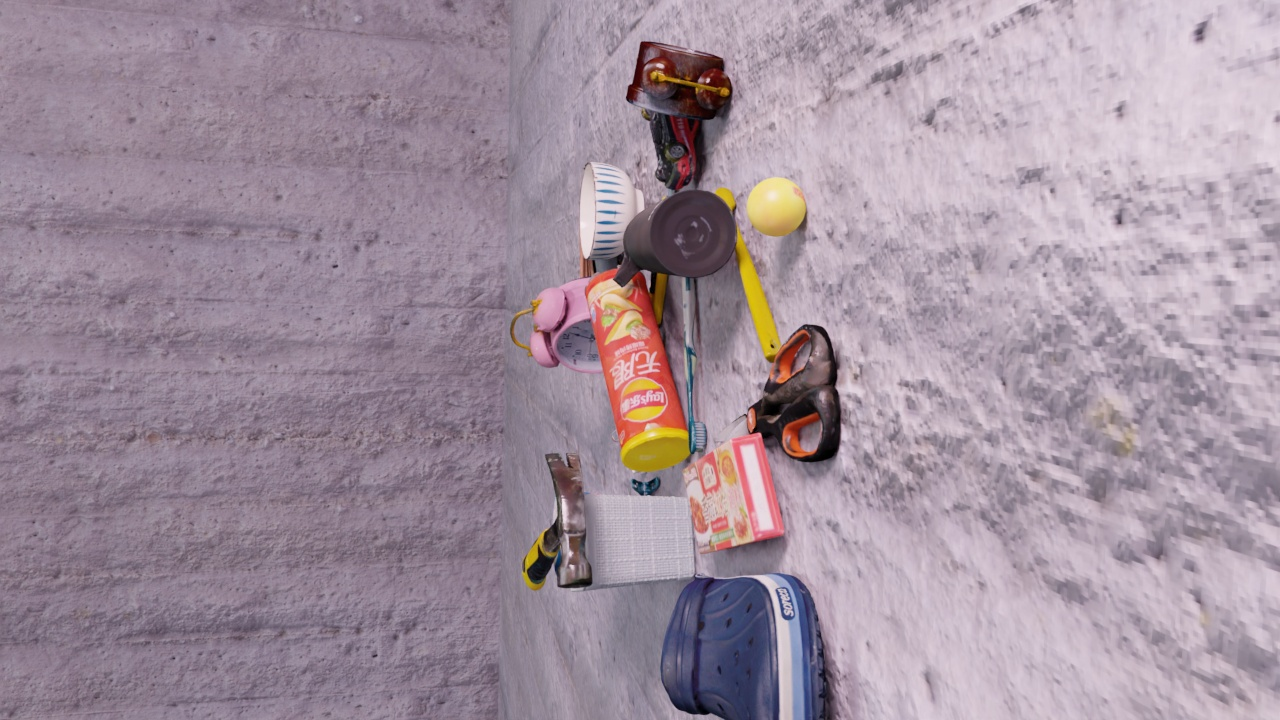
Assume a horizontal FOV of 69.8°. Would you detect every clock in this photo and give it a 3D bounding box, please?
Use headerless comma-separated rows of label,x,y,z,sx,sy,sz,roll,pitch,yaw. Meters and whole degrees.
clock,-0.072,-0.038,1.065,0.117,0.158,0.059,105,164,-49
clock,0.034,-0.243,0.800,0.122,0.082,0.055,-113,34,-65

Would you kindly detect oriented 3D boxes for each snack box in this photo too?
snack box,0.069,0.109,0.722,0.153,0.025,0.075,126,133,-71

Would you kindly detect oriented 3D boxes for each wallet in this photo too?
wallet,-0.042,-0.123,1.200,0.107,0.037,0.129,95,168,-63
wallet,-0.073,-0.114,1.229,0.101,0.020,0.115,95,171,-62

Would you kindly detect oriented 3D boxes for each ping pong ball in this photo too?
ping pong ball,0.093,-0.105,0.630,0.040,0.040,0.040,180,91,-77

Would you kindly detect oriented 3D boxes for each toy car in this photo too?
toy car,0.032,-0.224,0.882,0.053,0.045,0.120,125,137,-71

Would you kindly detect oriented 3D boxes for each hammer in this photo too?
hammer,-0.091,0.183,0.924,0.324,0.032,0.126,120,147,-66

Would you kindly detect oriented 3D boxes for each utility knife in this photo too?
utility knife,0.021,-0.111,0.983,0.033,0.015,0.177,-121,34,-60

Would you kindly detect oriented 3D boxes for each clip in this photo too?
clip,0.005,0.142,1.028,0.055,0.034,0.013,80,-174,-71

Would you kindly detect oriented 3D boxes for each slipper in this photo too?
slipper,0.058,0.205,0.662,0.253,0.095,0.105,149,118,-78

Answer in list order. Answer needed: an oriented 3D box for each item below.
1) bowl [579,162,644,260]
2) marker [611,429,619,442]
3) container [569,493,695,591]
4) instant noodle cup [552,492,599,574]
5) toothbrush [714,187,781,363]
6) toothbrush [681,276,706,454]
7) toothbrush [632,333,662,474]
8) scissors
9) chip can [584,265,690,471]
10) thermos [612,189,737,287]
bowl,-0.033,-0.178,1.105,0.116,0.066,0.116,179,91,-77
marker,-0.014,0.081,1.121,0.145,0.017,0.017,132,136,-70
container,-0.010,0.177,0.897,0.090,0.111,0.090,135,134,-70
instant noodle cup,-0.038,0.189,1.015,0.099,0.110,0.099,-179,91,-77
toothbrush,0.083,-0.071,0.727,0.017,0.015,0.189,99,165,-48
toothbrush,0.050,-0.006,0.866,0.016,0.018,0.191,129,142,-70
toothbrush,0.008,0.050,1.030,0.016,0.016,0.180,-118,32,-59
scissors,0.091,0.056,0.675,0.236,0.021,0.139,109,157,-52
chip can,-0.006,0.005,0.935,0.073,0.073,0.216,107,154,-50
thermos,0.020,-0.099,0.816,0.090,0.068,0.242,-53,9,-1
